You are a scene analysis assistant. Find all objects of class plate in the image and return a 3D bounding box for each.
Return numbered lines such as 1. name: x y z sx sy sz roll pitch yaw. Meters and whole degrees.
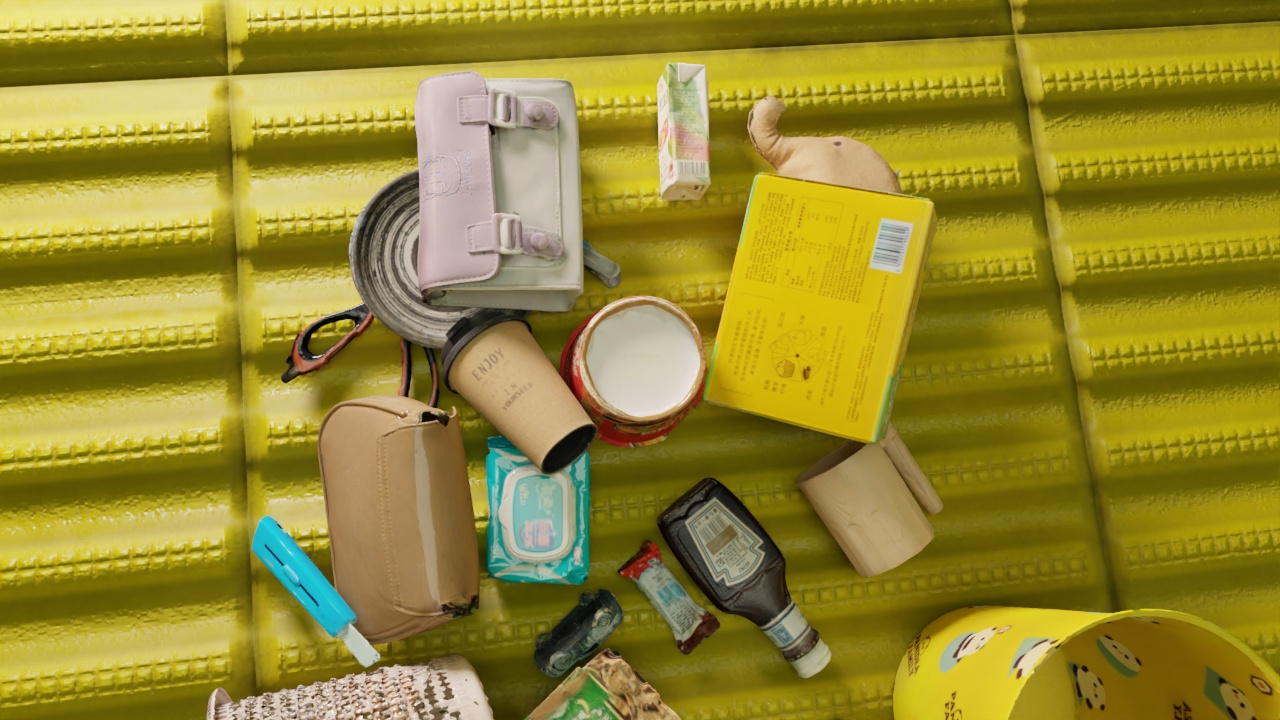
1. plate: -0.178 -0.095 0.855 0.179 0.024 0.179 3 79 -15

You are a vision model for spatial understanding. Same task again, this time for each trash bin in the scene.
1. trash bin: 0.335 0.302 0.734 0.229 0.255 0.229 1 82 -6
2. trash bin: -0.206 0.333 0.712 0.191 0.228 0.227 -16 83 -21

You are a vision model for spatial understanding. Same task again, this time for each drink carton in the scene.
1. drink carton: 0.043 -0.221 0.889 0.045 0.053 0.122 0 81 -10

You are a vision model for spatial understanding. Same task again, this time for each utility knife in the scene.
1. utility knife: -0.271 0.194 0.765 0.187 0.018 0.034 33 94 32

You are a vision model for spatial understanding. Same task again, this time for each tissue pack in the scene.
1. tissue pack: -0.092 0.133 0.822 0.093 0.050 0.133 -1 81 -5

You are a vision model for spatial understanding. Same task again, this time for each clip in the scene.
1. clip: -0.043 -0.093 0.880 0.056 0.026 0.024 35 77 13

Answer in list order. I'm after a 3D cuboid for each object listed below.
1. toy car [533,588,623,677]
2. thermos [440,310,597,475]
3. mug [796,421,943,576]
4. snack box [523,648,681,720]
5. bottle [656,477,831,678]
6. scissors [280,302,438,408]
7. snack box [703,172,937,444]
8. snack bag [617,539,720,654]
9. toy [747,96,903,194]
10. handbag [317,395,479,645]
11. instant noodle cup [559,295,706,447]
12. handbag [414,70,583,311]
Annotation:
1. toy car: -0.054 0.243 0.815 0.090 0.043 0.034 -42 121 -15
2. thermos: -0.105 0.028 0.800 0.093 0.093 0.143 -39 67 -10
3. mug: 0.219 0.124 0.848 0.124 0.084 0.103 -31 86 -36
4. snack box: -0.032 0.312 0.774 0.117 0.106 0.118 -43 86 -8
5. bottle: 0.100 0.201 0.835 0.079 0.044 0.195 -38 88 -10
6. scissors: -0.231 -0.039 0.851 0.226 0.015 0.189 -41 89 -14
7. snack box: 0.157 -0.046 0.804 0.158 0.070 0.210 14 93 21
8. snack bag: 0.026 0.215 0.834 0.045 0.026 0.105 -38 88 -19
9. toy: 0.181 -0.151 0.877 0.143 0.082 0.226 -18 82 -5
10. handbag: -0.196 0.129 0.771 0.099 0.148 0.204 -5 87 -50
11. instant noodle cup: -0.005 0.005 0.821 0.138 0.109 0.137 1 81 -5
12. handbag: -0.127 -0.149 0.820 0.145 0.098 0.197 -2 79 -10
